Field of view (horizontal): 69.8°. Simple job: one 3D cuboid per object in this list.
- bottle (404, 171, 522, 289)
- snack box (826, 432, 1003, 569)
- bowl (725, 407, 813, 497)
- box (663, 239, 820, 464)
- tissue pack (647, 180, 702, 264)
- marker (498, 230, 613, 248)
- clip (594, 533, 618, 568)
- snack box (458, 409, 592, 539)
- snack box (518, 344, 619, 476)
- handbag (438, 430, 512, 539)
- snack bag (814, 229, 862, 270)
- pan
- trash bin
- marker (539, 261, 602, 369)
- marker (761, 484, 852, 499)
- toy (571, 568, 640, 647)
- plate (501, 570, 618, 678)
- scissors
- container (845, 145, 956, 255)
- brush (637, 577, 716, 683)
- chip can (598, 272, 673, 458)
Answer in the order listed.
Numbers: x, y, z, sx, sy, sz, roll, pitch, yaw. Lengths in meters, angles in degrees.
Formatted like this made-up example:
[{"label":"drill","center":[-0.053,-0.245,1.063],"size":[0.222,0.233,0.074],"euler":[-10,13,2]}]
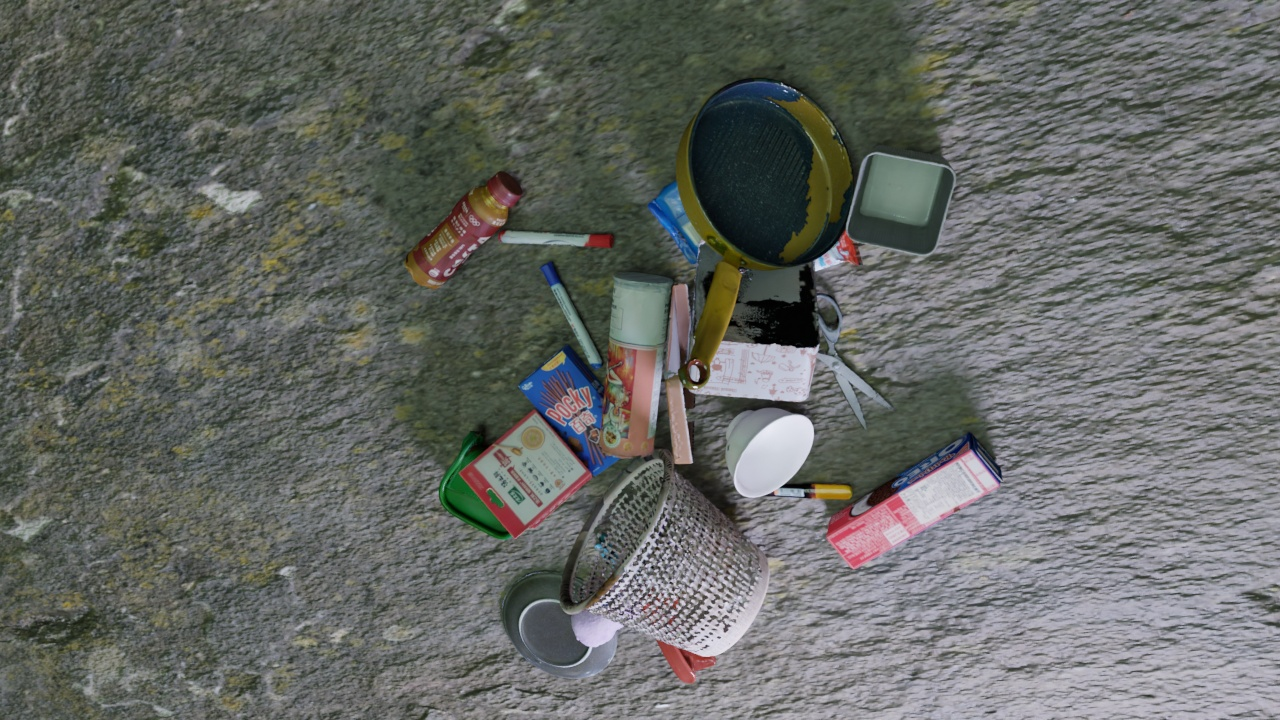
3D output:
[{"label":"bottle","center":[-0.215,-0.160,1.121],"size":[0.175,0.057,0.057],"euler":[-39,95,25]},{"label":"snack box","center":[0.319,0.166,1.076],"size":[0.208,0.057,0.058],"euler":[-38,93,26]},{"label":"bowl","center":[0.141,0.097,1.094],"size":[0.065,0.118,0.118],"euler":[44,124,43]},{"label":"box","center":[0.103,-0.002,1.001],"size":[0.157,0.182,0.193],"euler":[4,133,5]},{"label":"tissue pack","center":[0.093,-0.182,1.019],"size":[0.157,0.052,0.095],"euler":[-32,100,25]},{"label":"marker","center":[-0.104,-0.148,1.113],"size":[0.145,0.017,0.017],"euler":[4,111,16]},{"label":"clip","center":[-0.042,0.262,1.245],"size":[0.015,0.049,0.057],"euler":[-25,106,23]},{"label":"snack box","center":[-0.146,0.147,1.175],"size":[0.127,0.044,0.113],"euler":[-40,81,-12]},{"label":"snack box","center":[-0.076,0.065,1.178],"size":[0.085,0.026,0.157],"euler":[-38,96,25]},{"label":"handbag","center":[-0.195,0.168,1.237],"size":[0.131,0.067,0.120],"euler":[28,107,7]},{"label":"snack bag","center":[0.195,-0.115,1.027],"size":[0.104,0.026,0.048],"euler":[-13,97,21]},{"label":"pan","center":[0.103,-0.123,0.901],"size":[0.197,0.356,0.078],"euler":[32,161,-17]},{"label":"trash bin","center":[0.041,0.250,1.121],"size":[0.192,0.227,0.228],"euler":[34,117,-13]},{"label":"marker","center":[-0.085,-0.055,1.142],"size":[0.017,0.016,0.146],"euler":[-22,102,23]},{"label":"marker","center":[0.199,0.161,1.135],"size":[0.124,0.015,0.018],"euler":[-2,107,21]},{"label":"toy","center":[-0.049,0.346,1.259],"size":[0.108,0.039,0.084],"euler":[-39,92,5]},{"label":"plate","center":[-0.119,0.384,1.312],"size":[0.179,0.024,0.180],"euler":[6,111,15]},{"label":"scissors","center":[0.223,-0.001,1.067],"size":[0.159,0.014,0.171],"euler":[10,113,14]},{"label":"container","center":[0.265,-0.169,0.935],"size":[0.090,0.114,0.090],"euler":[15,113,12]},{"label":"brush","center":[0.041,0.357,1.226],"size":[0.063,0.069,0.146],"euler":[-25,101,23]},{"label":"chip can","center":[-0.006,0.006,1.095],"size":[0.071,0.071,0.215],"euler":[9,105,14]}]
